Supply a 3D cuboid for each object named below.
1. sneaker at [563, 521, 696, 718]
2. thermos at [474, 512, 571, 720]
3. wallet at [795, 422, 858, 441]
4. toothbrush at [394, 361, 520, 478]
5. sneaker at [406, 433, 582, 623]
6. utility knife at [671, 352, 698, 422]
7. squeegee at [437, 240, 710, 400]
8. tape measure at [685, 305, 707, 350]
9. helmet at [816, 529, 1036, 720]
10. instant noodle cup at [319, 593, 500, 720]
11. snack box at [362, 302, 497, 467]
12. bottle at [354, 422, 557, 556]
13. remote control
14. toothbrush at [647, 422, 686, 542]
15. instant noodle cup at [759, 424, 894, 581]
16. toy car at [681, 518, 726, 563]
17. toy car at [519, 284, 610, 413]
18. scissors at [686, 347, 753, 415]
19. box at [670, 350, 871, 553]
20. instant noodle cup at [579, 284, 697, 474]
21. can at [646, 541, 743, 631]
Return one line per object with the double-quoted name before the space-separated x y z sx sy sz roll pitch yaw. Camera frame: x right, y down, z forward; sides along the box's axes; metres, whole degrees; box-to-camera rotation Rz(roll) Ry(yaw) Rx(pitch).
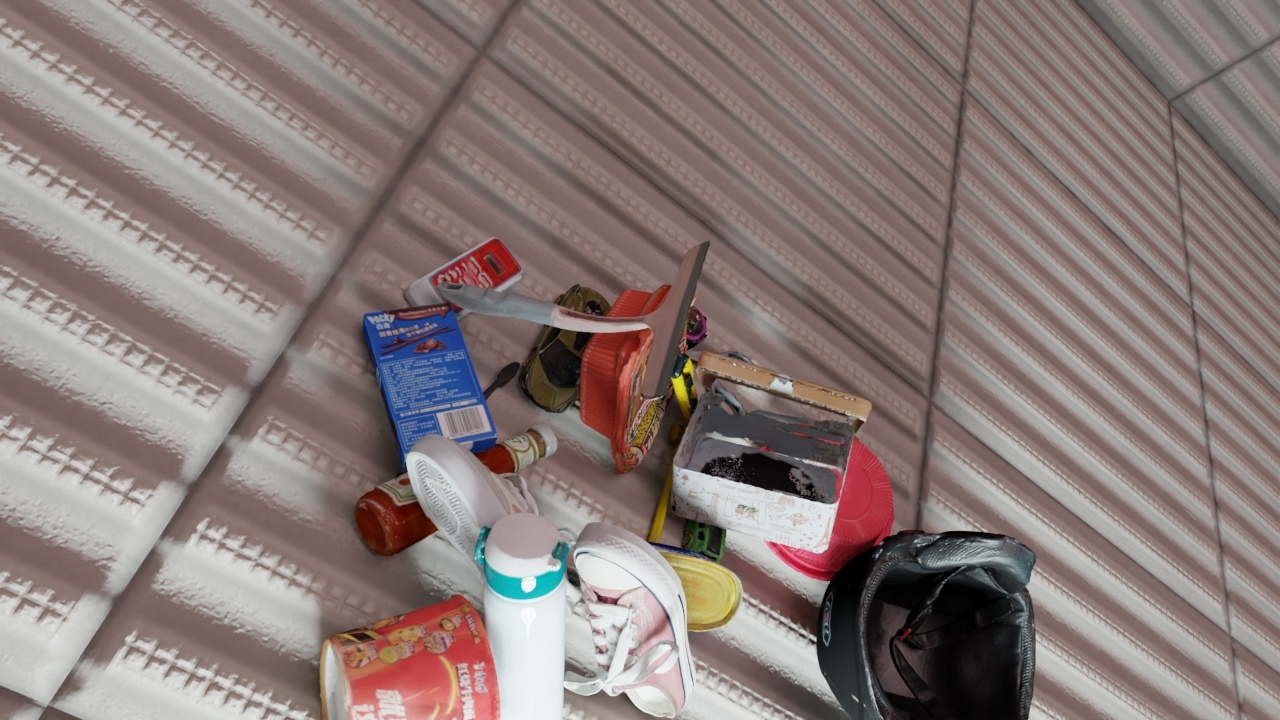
"sneaker" -0.011 0.249 0.813 0.087 0.118 0.241 -54 139 -44
"thermos" -0.095 0.222 0.736 0.073 0.225 0.073 3 30 -2
"wallet" 0.248 0.148 1.153 0.119 0.035 0.130 17 59 -29
"toothbrush" -0.176 0.059 0.888 0.014 0.017 0.188 41 51 1
"sneaker" -0.110 0.144 0.791 0.090 0.090 0.242 -48 130 -34
"utility knife" 0.052 0.033 1.003 0.015 0.165 0.033 23 71 19
"squeegee" -0.074 -0.048 0.872 0.250 0.040 0.246 7 40 10
"tape measure" 0.050 -0.041 1.081 0.057 0.039 0.057 33 52 -15
"helmet" 0.301 0.305 0.987 0.274 0.231 0.233 24 63 -21
"instant noodle cup" -0.181 0.259 0.705 0.108 0.138 0.137 -3 70 -30
"snack box" -0.195 0.019 0.842 0.084 0.026 0.157 -10 59 -25
"bottle" -0.160 0.109 0.840 0.205 0.060 0.060 -26 85 -43
"remote control" -0.179 -0.081 0.947 0.056 0.020 0.135 54 47 -4
"toothbrush" 0.023 0.148 0.993 0.016 0.016 0.189 28 54 -16
"instant noodle cup" 0.225 0.157 1.079 0.193 0.066 0.193 9 62 -17
"toy car" 0.074 0.179 1.005 0.043 0.036 0.091 25 51 -25
"toy car" -0.075 -0.013 0.982 0.070 0.042 0.157 36 53 -18
"scissors" 0.074 0.001 1.111 0.174 0.014 0.159 -5 69 -37
"box" 0.138 0.071 0.956 0.183 0.181 0.153 13 43 12
"instant noodle cup" -0.006 0.006 0.958 0.079 0.189 0.164 20 48 13
"can" 0.032 0.225 0.919 0.148 0.049 0.074 18 89 -31
